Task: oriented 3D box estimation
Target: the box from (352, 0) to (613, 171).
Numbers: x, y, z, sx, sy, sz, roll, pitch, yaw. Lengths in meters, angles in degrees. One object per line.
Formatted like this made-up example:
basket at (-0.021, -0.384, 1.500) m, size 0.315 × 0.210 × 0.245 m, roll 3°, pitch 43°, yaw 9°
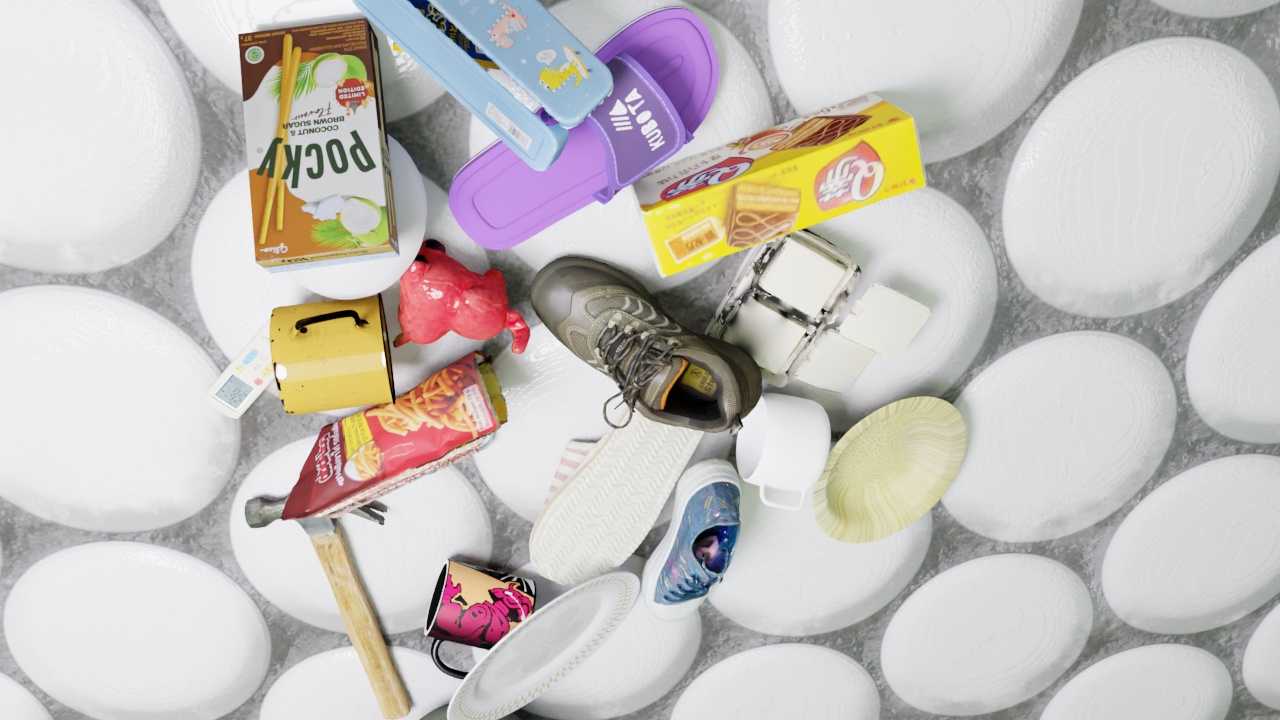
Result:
box at (-0.123, -0.246, 0.699) m, size 0.209 × 0.073 × 0.085 m, roll 43°, pitch 76°, yaw -5°

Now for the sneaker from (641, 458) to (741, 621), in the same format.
sneaker at (0.064, 0.210, 0.962) m, size 0.087 × 0.079 × 0.236 m, roll -2°, pitch 131°, yaw -20°

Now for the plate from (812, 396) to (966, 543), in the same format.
plate at (0.252, 0.107, 0.960) m, size 0.184 × 0.036 × 0.185 m, roll -12°, pitch 124°, yaw -18°

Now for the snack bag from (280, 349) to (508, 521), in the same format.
snack bag at (-0.225, 0.072, 0.851) m, size 0.208 × 0.138 × 0.067 m, roll -26°, pitch 123°, yaw 5°

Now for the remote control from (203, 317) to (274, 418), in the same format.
remote control at (-0.362, 0.005, 0.864) m, size 0.038 × 0.018 × 0.126 m, roll 40°, pitch 108°, yaw -23°

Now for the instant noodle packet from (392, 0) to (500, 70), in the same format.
instant noodle packet at (-0.146, -0.304, 0.719) m, size 0.087 × 0.026 × 0.134 m, roll 9°, pitch 117°, yaw -5°

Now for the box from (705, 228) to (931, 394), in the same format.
box at (0.168, -0.038, 0.882) m, size 0.187 × 0.057 × 0.145 m, roll 27°, pitch 113°, yaw -15°

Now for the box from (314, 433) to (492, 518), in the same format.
box at (-0.234, 0.107, 0.896) m, size 0.187 × 0.056 × 0.071 m, roll -25°, pitch 144°, yaw -3°

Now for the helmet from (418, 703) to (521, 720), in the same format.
helmet at (-0.200, 0.498, 1.064) m, size 0.227 × 0.153 × 0.268 m, roll -2°, pitch 114°, yaw -6°

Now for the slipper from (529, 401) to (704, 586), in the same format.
slipper at (-0.023, 0.113, 0.940) m, size 0.115 × 0.052 × 0.263 m, roll 32°, pitch 100°, yaw -17°

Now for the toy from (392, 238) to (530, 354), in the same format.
toy at (-0.159, -0.038, 0.825) m, size 0.133 × 0.088 × 0.094 m, roll 30°, pitch 113°, yaw 3°

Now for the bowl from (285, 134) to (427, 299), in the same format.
bowl at (-0.254, -0.125, 0.757) m, size 0.150 × 0.043 × 0.149 m, roll 1°, pitch 95°, yaw 11°

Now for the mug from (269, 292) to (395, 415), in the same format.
mug at (-0.269, -0.010, 0.799) m, size 0.094 × 0.100 × 0.124 m, roll -8°, pitch 156°, yaw -13°

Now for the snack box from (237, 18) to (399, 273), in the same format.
snack box at (-0.251, -0.168, 0.716) m, size 0.101 × 0.032 × 0.186 m, roll -8°, pitch 81°, yaw -2°

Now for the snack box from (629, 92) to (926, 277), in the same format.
snack box at (0.111, -0.151, 0.779) m, size 0.230 × 0.110 × 0.062 m, roll -19°, pitch 117°, yaw 4°

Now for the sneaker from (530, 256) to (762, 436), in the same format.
sneaker at (-0.005, 0.004, 0.814) m, size 0.238 × 0.142 × 0.101 m, roll 29°, pitch 113°, yaw -1°

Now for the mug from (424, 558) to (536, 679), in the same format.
mug at (-0.177, 0.283, 0.983) m, size 0.098 × 0.082 × 0.118 m, roll 18°, pitch 84°, yaw -15°

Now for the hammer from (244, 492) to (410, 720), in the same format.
hammer at (-0.310, 0.274, 1.006) m, size 0.132 × 0.033 × 0.331 m, roll -11°, pitch 119°, yaw -1°

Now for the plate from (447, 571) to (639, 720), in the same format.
plate at (-0.101, 0.303, 0.975) m, size 0.242 × 0.016 × 0.243 m, roll -32°, pitch 151°, yaw -20°

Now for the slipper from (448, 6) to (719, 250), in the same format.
slipper at (-0.044, -0.178, 0.763) m, size 0.267 × 0.084 × 0.107 m, roll -33°, pitch 116°, yaw 11°

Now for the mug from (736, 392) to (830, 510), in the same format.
mug at (0.141, 0.091, 0.910) m, size 0.068 × 0.115 × 0.094 m, roll 11°, pitch 153°, yaw -11°
